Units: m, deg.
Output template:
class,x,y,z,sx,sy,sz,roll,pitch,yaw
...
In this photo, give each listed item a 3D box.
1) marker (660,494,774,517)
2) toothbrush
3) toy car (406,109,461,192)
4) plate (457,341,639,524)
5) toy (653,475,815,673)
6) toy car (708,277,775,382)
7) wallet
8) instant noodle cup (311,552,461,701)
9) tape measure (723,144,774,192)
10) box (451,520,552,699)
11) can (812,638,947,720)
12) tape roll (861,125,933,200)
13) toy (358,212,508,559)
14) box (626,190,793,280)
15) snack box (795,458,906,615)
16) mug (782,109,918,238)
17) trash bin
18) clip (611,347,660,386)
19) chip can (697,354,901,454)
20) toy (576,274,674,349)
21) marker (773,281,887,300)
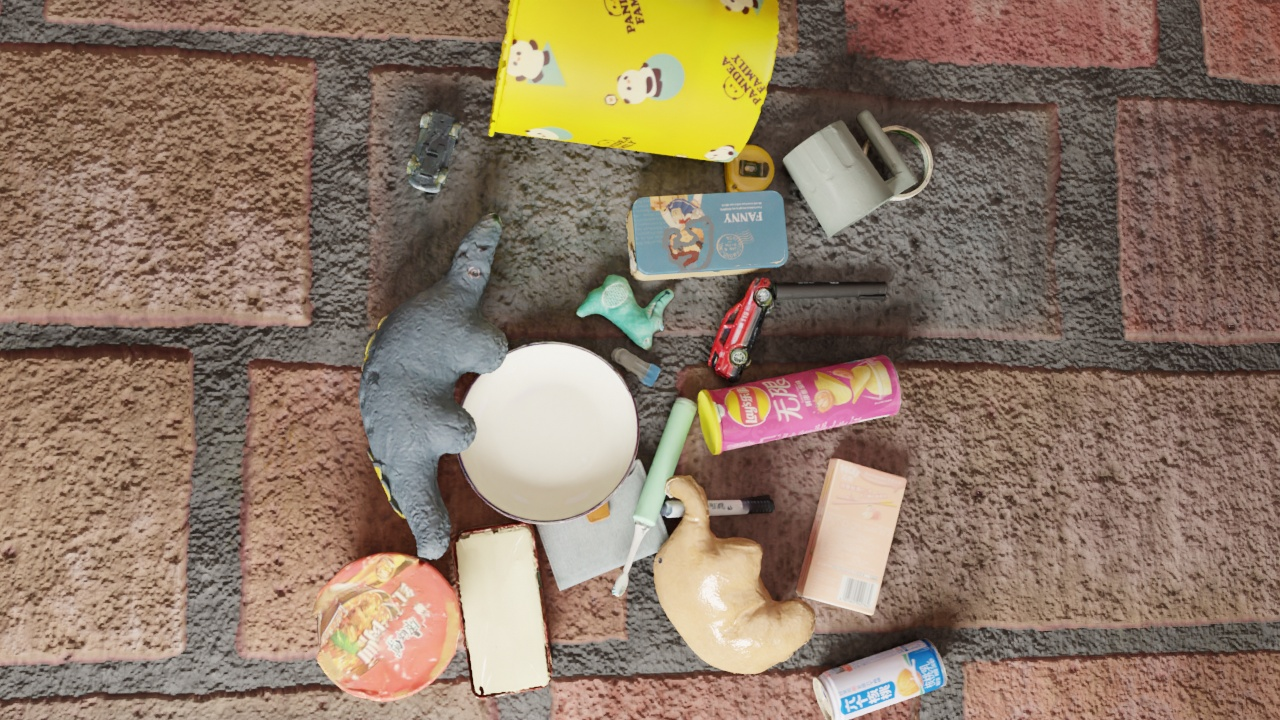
class,x,y,z,sx,sy,sz,roll,pitch,yaw
marker,0.084,0.158,0.997,0.130,0.018,0.022,2,57,-17
toothbrush,0.014,0.141,0.969,0.026,0.027,0.224,26,69,-12
toy car,-0.222,-0.225,0.988,0.043,0.034,0.090,13,82,-4
plate,-0.096,0.076,0.965,0.192,0.039,0.192,-1,75,2
toy,0.075,0.229,0.954,0.144,0.082,0.226,-36,96,21
toy car,0.112,-0.036,1.007,0.045,0.053,0.120,25,87,13
wallet,-0.043,0.172,0.979,0.129,0.037,0.106,-19,88,-11
instant noodle cup,-0.243,0.254,0.911,0.138,0.109,0.138,1,85,-7
tape measure,0.122,-0.215,1.034,0.057,0.029,0.060,-2,86,-8
box,-0.139,0.253,0.941,0.091,0.077,0.168,-8,87,-7
can,0.259,0.348,0.997,0.134,0.053,0.053,-15,88,-8
tape roll,0.297,-0.229,1.065,0.085,0.014,0.085,1,85,-8
toy,-0.216,0.015,0.932,0.138,0.091,0.355,6,76,21
box,0.077,-0.136,1.008,0.184,0.059,0.089,-7,87,-6
snack box,0.234,0.194,1.019,0.084,0.026,0.157,17,84,-6
mug,0.234,-0.212,1.024,0.123,0.084,0.103,-33,88,-14
trash bin,-0.011,-0.318,0.936,0.255,0.230,0.229,10,84,-12
clip,-0.006,0.006,1.008,0.057,0.029,0.024,32,84,-14
chip can,0.172,0.046,1.000,0.210,0.071,0.071,-11,87,-9
toy,-0.009,-0.056,1.007,0.092,0.030,0.096,45,74,-7
marker,0.215,-0.079,1.041,0.132,0.020,0.022,-1,77,-8
